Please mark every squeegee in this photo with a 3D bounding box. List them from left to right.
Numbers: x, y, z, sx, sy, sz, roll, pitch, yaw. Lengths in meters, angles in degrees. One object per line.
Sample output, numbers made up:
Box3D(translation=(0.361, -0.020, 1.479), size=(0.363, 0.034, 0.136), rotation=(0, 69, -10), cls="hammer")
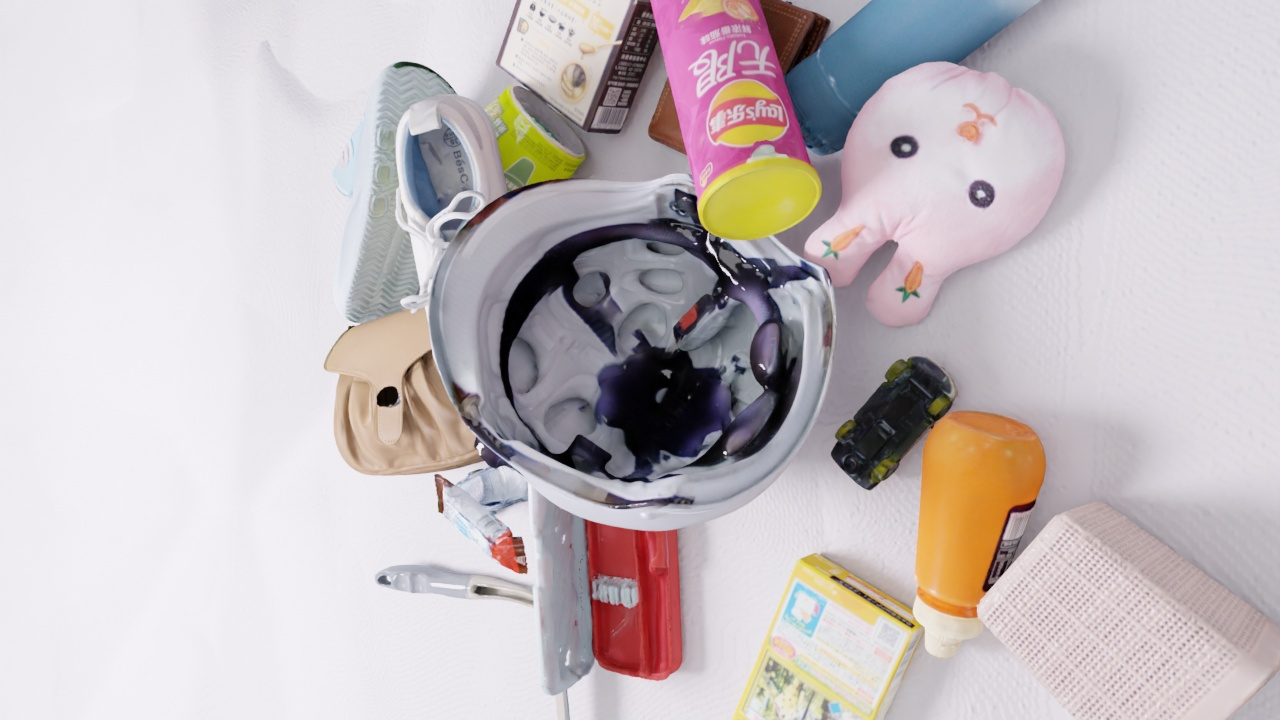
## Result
Box3D(translation=(-0.146, 0.202, 0.803), size=(0.247, 0.039, 0.246), rotation=(-3, 94, 39), cls="squeegee")

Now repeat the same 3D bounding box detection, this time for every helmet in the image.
Box3D(translation=(-0.004, 0.003, 0.609), size=(0.259, 0.146, 0.228), rotation=(25, 68, 21), cls="helmet")

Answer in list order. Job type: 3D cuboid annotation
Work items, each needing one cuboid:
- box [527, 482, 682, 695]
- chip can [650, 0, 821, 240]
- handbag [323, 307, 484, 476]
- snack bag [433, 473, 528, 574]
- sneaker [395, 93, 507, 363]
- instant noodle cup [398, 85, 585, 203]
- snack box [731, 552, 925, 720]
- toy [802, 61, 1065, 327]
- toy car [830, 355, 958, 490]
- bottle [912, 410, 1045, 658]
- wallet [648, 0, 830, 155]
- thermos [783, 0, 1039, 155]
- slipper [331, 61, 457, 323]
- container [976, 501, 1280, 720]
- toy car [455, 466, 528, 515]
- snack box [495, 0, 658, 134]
Box3D(translation=(-0.035, 0.142, 0.681), size=(0.095, 0.101, 0.201), rotation=(-4, 88, 38), cls="box")
Box3D(translation=(0.051, -0.180, 0.568), size=(0.072, 0.071, 0.210), rotation=(-30, 58, 33), cls="chip can")
Box3D(translation=(-0.188, 0.024, 0.795), size=(0.205, 0.099, 0.147), rotation=(-13, 85, 30), cls="handbag")
Box3D(translation=(-0.131, 0.132, 0.739), size=(0.104, 0.026, 0.048), rotation=(31, 136, 34), cls="snack bag")
Box3D(translation=(-0.126, -0.069, 0.663), size=(0.089, 0.090, 0.242), rotation=(-6, 104, 5), cls="sneaker")
Box3D(translation=(-0.112, -0.149, 0.738), size=(0.124, 0.111, 0.111), rotation=(-43, 66, 21), cls="instant noodle cup")
Box3D(translation=(0.121, 0.210, 0.607), size=(0.087, 0.033, 0.140), rotation=(28, 105, 33), cls="snack box")
Box3D(translation=(0.169, -0.094, 0.546), size=(0.121, 0.054, 0.160), rotation=(31, 119, 5), cls="toy")
Box3D(translation=(0.160, 0.038, 0.574), size=(0.042, 0.035, 0.091), rotation=(46, 115, 26), cls="toy car")
Box3D(translation=(0.190, 0.107, 0.539), size=(0.067, 0.066, 0.149), rotation=(18, 108, 35), cls="bottle")
Box3D(translation=(0.064, -0.199, 0.648), size=(0.101, 0.032, 0.125), rotation=(36, 110, 34), cls="wallet")
Box3D(translation=(0.175, -0.206, 0.543), size=(0.221, 0.070, 0.070), rotation=(-35, 70, 32), cls="thermos")
Box3D(translation=(-0.226, -0.148, 0.825), size=(0.074, 0.103, 0.246), rotation=(38, 118, 33), cls="slipper")
Box3D(translation=(0.250, 0.139, 0.476), size=(0.111, 0.090, 0.090), rotation=(45, 115, 31), cls="container")
Box3D(translation=(-0.125, 0.108, 0.791), size=(0.091, 0.034, 0.043), rotation=(-24, 73, 33), cls="toy car")
Box3D(translation=(-0.045, -0.254, 0.692), size=(0.113, 0.053, 0.126), rotation=(41, 121, 25), cls="snack box")
